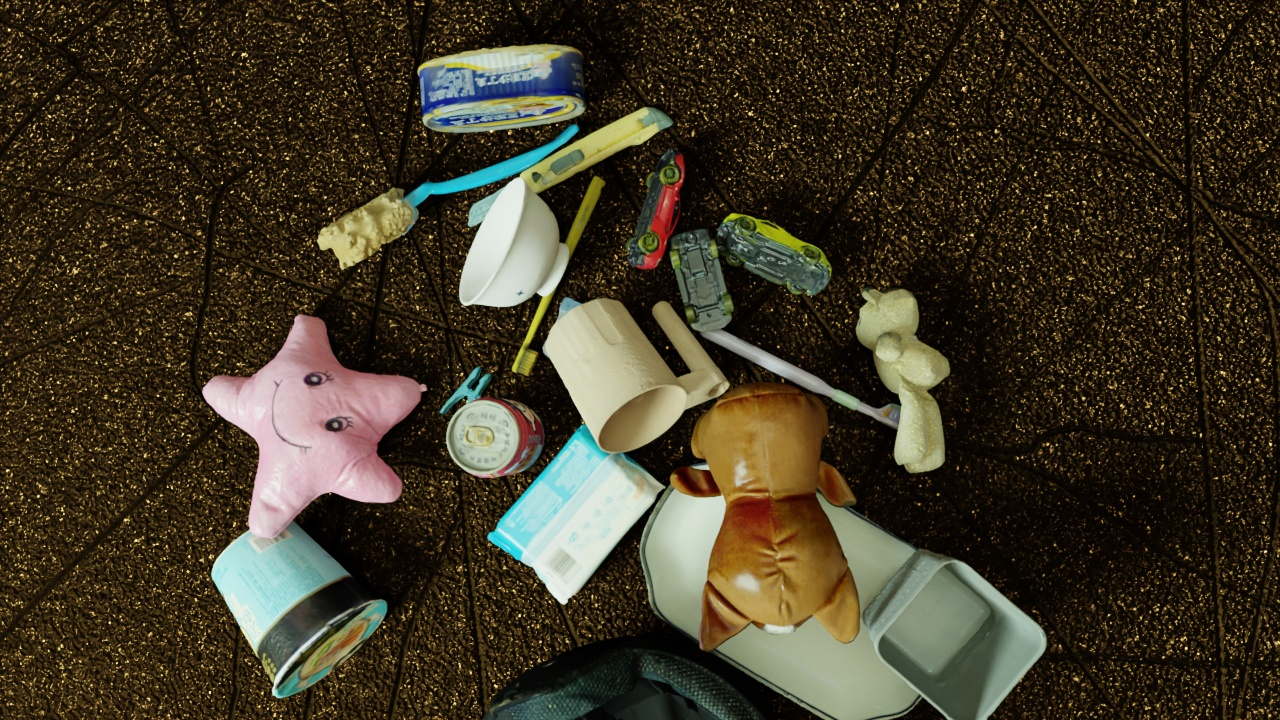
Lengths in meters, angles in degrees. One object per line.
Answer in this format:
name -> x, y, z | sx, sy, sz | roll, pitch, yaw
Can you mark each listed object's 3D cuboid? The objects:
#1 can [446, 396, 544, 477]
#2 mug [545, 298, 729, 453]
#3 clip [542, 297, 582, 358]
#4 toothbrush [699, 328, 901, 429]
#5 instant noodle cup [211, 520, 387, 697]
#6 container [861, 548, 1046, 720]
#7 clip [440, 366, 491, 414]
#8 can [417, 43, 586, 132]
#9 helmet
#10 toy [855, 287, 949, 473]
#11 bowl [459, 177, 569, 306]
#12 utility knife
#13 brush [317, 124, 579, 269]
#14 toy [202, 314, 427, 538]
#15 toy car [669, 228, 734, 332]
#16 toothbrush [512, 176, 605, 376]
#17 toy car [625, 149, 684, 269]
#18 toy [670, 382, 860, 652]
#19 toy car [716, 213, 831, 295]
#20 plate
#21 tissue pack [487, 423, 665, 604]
can -> -0.122, 0.065, 0.777 | 0.066, 0.094, 0.066 | 0, 85, 5
mug -> -0.005, 0.004, 0.769 | 0.124, 0.084, 0.103 | -21, 58, -20
clip -> -0.069, -0.028, 0.817 | 0.025, 0.033, 0.057 | 28, 86, 4
toothbrush -> 0.137, 0.011, 0.794 | 0.189, 0.029, 0.021 | 25, 126, 8
instant noodle cup -> -0.298, 0.203, 0.785 | 0.120, 0.111, 0.111 | 43, 90, 16
container -> 0.226, 0.199, 0.687 | 0.090, 0.114, 0.090 | 41, 90, 7
clip -> -0.154, 0.032, 0.824 | 0.040, 0.014, 0.056 | 36, 91, 6
can -> -0.122, -0.239, 0.811 | 0.148, 0.074, 0.049 | -5, 88, 5
helmet -> -0.014, 0.329, 0.681 | 0.275, 0.230, 0.233 | -32, 75, 12
toy -> 0.217, 0.014, 0.756 | 0.066, 0.105, 0.157 | -27, 61, 43
bowl -> -0.102, -0.090, 0.793 | 0.064, 0.118, 0.118 | 24, 88, -25
utility knife -> -0.067, -0.176, 0.834 | 0.207, 0.021, 0.031 | -29, 77, 7
brush -> -0.169, -0.151, 0.819 | 0.254, 0.083, 0.046 | -26, 107, -5
toy -> -0.277, 0.044, 0.804 | 0.178, 0.075, 0.194 | -20, 71, -16
toy car -> 0.053, -0.068, 0.798 | 0.042, 0.035, 0.090 | -15, 79, 5
toothbrush -> -0.071, -0.075, 0.823 | 0.016, 0.015, 0.190 | 22, 88, 2
toy car -> 0.017, -0.131, 0.801 | 0.031, 0.049, 0.106 | 16, 88, -18
toy -> 0.097, 0.120, 0.708 | 0.140, 0.130, 0.199 | -9, 62, 6
toy car -> 0.117, -0.094, 0.793 | 0.105, 0.048, 0.032 | 27, 56, 8
plate -> 0.128, 0.189, 0.773 | 0.266, 0.034, 0.162 | 29, 89, 7
tissue pack -> -0.054, 0.127, 0.781 | 0.090, 0.063, 0.140 | 40, 91, 5
